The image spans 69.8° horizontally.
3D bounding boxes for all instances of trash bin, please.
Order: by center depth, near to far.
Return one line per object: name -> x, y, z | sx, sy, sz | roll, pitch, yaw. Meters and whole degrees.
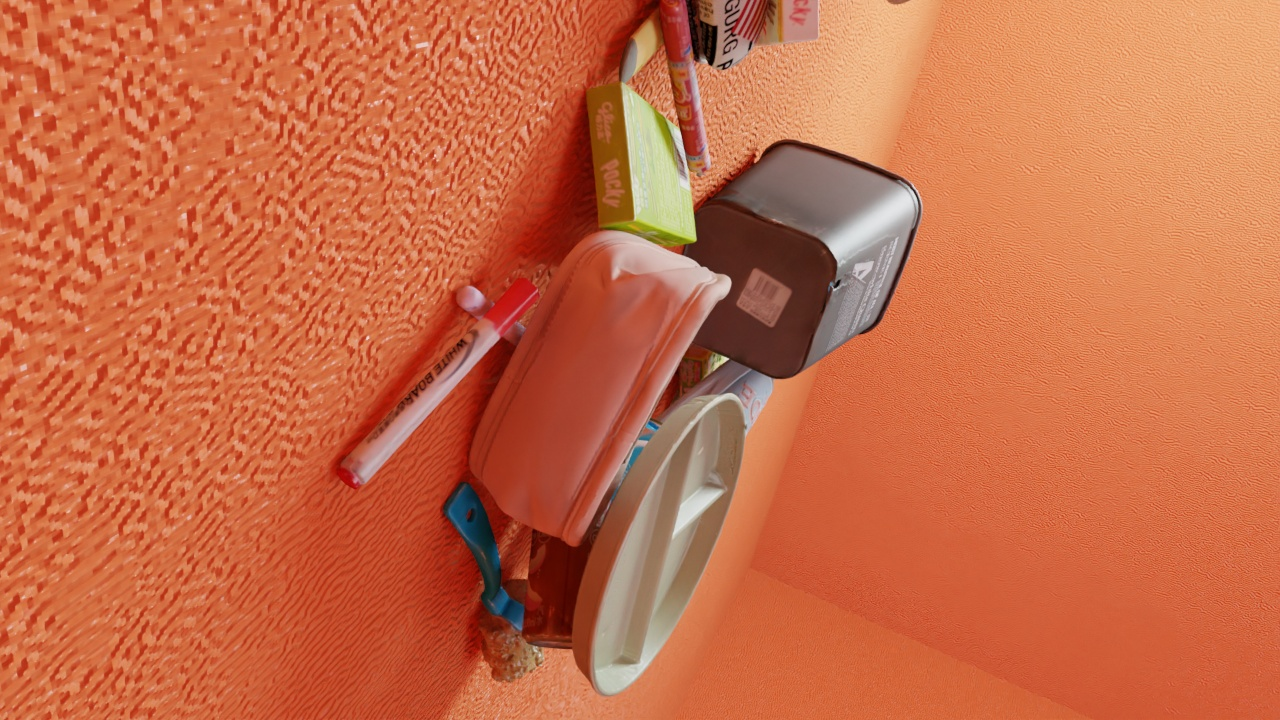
trash bin -> 0.157, -0.102, 0.957 | 0.219, 0.199, 0.199 | -36, 146, -54

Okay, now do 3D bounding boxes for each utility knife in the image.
utility knife -> 0.022, -0.229, 0.615 | 0.176, 0.019, 0.031 | -53, 161, -44

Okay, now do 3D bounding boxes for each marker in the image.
marker -> -0.102, 0.009, 0.476 | 0.145, 0.017, 0.017 | -51, 158, -28

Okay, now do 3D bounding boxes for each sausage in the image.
sausage -> 0.031, -0.181, 0.619 | 0.020, 0.020, 0.156 | -60, 153, -29

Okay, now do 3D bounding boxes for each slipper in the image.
slipper -> 0.078, 0.064, 0.986 | 0.244, 0.074, 0.104 | -36, 164, -22

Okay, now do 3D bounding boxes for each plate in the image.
plate -> 0.016, 0.128, 0.658 | 0.229, 0.027, 0.231 | -48, 150, -41

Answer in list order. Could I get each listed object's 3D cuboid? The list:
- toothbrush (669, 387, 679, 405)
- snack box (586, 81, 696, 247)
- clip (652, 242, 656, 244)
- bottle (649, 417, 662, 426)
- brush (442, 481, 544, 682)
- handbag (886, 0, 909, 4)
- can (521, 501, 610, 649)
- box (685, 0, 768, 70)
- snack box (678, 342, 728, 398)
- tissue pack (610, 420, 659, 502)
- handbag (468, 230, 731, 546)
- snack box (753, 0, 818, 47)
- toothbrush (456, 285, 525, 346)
toothbrush -> 0.016, 0.103, 1.062 | 0.020, 0.029, 0.189 | -16, -141, 52
snack box -> 0.004, -0.126, 0.619 | 0.156, 0.026, 0.086 | -10, 94, -73
clip -> -0.020, -0.057, 0.705 | 0.034, 0.076, 0.104 | -58, 172, -39
bottle -> -0.025, 0.151, 0.896 | 0.197, 0.068, 0.068 | -67, 166, 10
brush -> -0.105, 0.166, 0.679 | 0.083, 0.046, 0.255 | -58, 157, -32
handbag -> 0.173, -0.363, 0.707 | 0.099, 0.148, 0.204 | -67, 161, -13
can -> -0.053, 0.138, 0.689 | 0.058, 0.058, 0.147 | 76, 17, -66
box -> 0.035, -0.260, 0.574 | 0.075, 0.076, 0.164 | -50, 154, -22
snack box -> 0.083, 0.007, 1.107 | 0.140, 0.034, 0.087 | -50, 144, -57
tissue pack -> 0.002, 0.116, 0.779 | 0.139, 0.090, 0.063 | -57, 159, -31
handbag -> -0.004, 0.004, 0.638 | 0.194, 0.093, 0.233 | -61, 167, 22
snack box -> 0.097, -0.269, 0.653 | 0.156, 0.027, 0.085 | -97, -177, -72
toothbrush -> -0.075, -0.012, 0.576 | 0.189, 0.029, 0.021 | 50, 21, -72
